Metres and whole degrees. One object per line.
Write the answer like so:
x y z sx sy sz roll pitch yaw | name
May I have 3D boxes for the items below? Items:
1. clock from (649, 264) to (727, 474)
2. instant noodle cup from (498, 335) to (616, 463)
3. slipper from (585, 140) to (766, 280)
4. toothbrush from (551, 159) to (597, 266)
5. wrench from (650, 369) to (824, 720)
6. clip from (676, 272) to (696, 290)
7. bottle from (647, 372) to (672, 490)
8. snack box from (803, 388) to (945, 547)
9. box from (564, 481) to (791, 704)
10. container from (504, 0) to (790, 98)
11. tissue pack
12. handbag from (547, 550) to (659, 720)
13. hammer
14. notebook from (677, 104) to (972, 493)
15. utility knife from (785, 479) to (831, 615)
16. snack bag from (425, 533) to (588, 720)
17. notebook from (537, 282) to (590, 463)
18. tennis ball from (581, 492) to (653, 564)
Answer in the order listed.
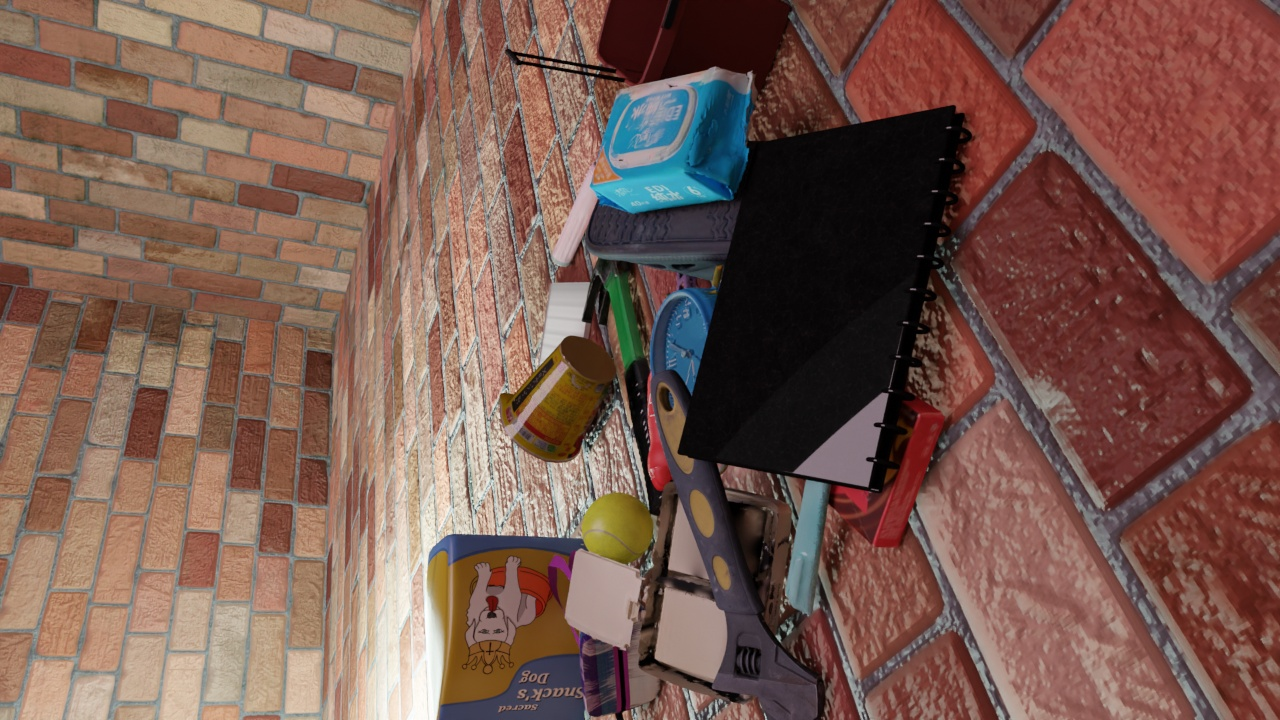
0.055 0.013 0.719 0.117 0.060 0.161 -27 63 61 | clock
-0.080 0.037 0.983 0.113 0.100 0.100 -53 36 29 | instant noodle cup
0.063 -0.120 0.744 0.269 0.083 0.110 9 79 48 | slipper
-0.055 -0.201 1.072 0.027 0.026 0.223 39 128 12 | toothbrush
0.057 0.133 0.628 0.073 0.022 0.273 -26 72 27 | wrench
0.041 -0.072 0.838 0.036 0.013 0.052 -46 40 50 | clip
0.027 0.042 0.794 0.042 0.042 0.141 142 133 -56 | bottle
0.133 0.047 0.588 0.133 0.021 0.089 -134 54 -60 | snack box
0.040 0.161 0.703 0.187 0.100 0.145 10 89 45 | box
0.003 -0.287 0.763 0.148 0.200 0.127 -121 45 -55 | container
0.025 -0.167 0.698 0.145 0.061 0.092 3 72 45 | tissue pack
-0.046 0.235 0.840 0.170 0.068 0.145 -140 43 -61 | handbag
-0.005 0.005 0.893 0.131 0.032 0.318 -56 35 42 | hammer
0.112 -0.041 0.582 0.169 0.019 0.231 4 76 51 | notebook
0.111 0.087 0.581 0.022 0.015 0.158 21 112 43 | utility knife
-0.132 0.285 0.923 0.103 0.158 0.205 -42 47 53 | snack bag
-0.099 0.009 1.118 0.143 0.009 0.209 10 92 65 | notebook
-0.021 0.153 0.836 0.065 0.065 0.065 8 90 65 | tennis ball
